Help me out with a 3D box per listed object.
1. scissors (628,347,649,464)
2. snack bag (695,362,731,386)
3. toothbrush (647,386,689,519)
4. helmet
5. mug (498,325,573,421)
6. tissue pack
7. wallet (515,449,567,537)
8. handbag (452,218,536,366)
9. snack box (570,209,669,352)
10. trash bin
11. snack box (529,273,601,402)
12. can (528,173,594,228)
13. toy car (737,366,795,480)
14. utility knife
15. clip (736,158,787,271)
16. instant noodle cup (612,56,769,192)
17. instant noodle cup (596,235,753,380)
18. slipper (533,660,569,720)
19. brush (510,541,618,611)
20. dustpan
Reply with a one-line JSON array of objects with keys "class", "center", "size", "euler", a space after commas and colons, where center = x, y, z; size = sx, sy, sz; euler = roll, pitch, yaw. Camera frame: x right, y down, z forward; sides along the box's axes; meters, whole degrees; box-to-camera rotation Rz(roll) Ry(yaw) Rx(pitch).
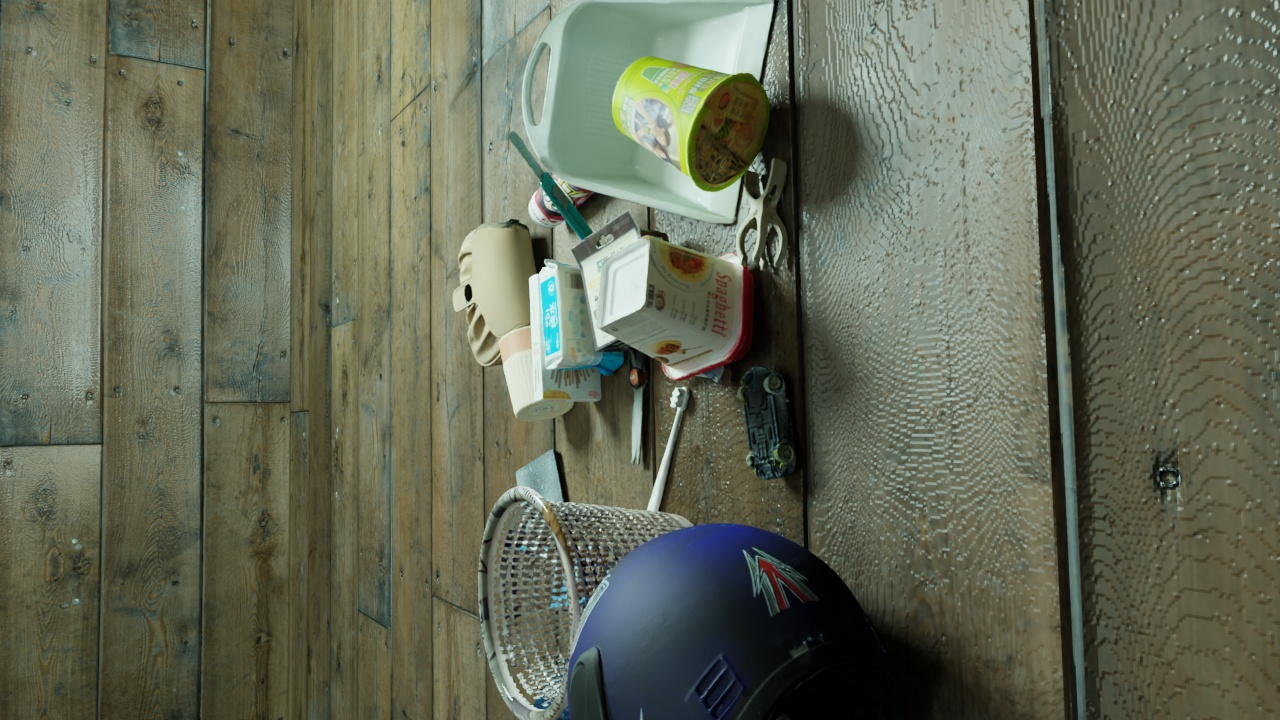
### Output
[{"class": "scissors", "center": [0.003, 0.005, 1.041], "size": [0.140, 0.021, 0.234], "euler": [-34, 60, 52]}, {"class": "snack bag", "center": [0.062, 0.001, 0.943], "size": [0.105, 0.026, 0.045], "euler": [6, 87, 55]}, {"class": "toothbrush", "center": [0.025, 0.112, 1.007], "size": [0.016, 0.016, 0.180], "euler": [41, 123, 54]}, {"class": "helmet", "center": [0.058, 0.284, 0.737], "size": [0.240, 0.246, 0.316], "euler": [30, 121, 53]}, {"class": "mug", "center": [-0.124, 0.012, 1.203], "size": [0.115, 0.081, 0.105], "euler": [-24, 67, 24]}, {"class": "tissue pack", "center": [-0.071, -0.052, 1.099], "size": [0.063, 0.089, 0.140], "euler": [-17, 75, 57]}, {"class": "wallet", "center": [-0.135, 0.185, 1.263], "size": [0.121, 0.019, 0.097], "euler": [-35, 61, 51]}, {"class": "handbag", "center": [-0.203, -0.097, 1.303], "size": [0.148, 0.099, 0.204], "euler": [-32, 66, 50]}, {"class": "snack box", "center": [-0.015, -0.084, 1.011], "size": [0.114, 0.053, 0.125], "euler": [-25, 70, 46]}, {"class": "trash bin", "center": [-0.037, 0.237, 0.935], "size": [0.228, 0.191, 0.227], "euler": [-2, 87, 58]}, {"class": "snack box", "center": [-0.093, -0.027, 1.137], "size": [0.027, 0.084, 0.156], "euler": [-14, 78, 56]}, {"class": "can", "center": [-0.095, -0.219, 1.176], "size": [0.133, 0.053, 0.053], "euler": [-30, 64, 54]}, {"class": "toy car", "center": [0.118, 0.057, 0.845], "size": [0.049, 0.031, 0.105], "euler": [-23, 71, 55]}, {"class": "utility knife", "center": [-0.094, -0.188, 1.072], "size": [0.013, 0.219, 0.029], "euler": [-7, 54, 28]}, {"class": "clip", "center": [0.114, -0.136, 0.860], "size": [0.075, 0.034, 0.100], "euler": [-7, 78, 59]}, {"class": "instant noodle cup", "center": [0.040, -0.235, 0.875], "size": [0.123, 0.111, 0.112], "euler": [34, 119, 34]}, {"class": "instant noodle cup", "center": [0.030, -0.054, 0.879], "size": [0.117, 0.124, 0.116], "euler": [-23, 55, 48]}, {"class": "slipper", "center": [-0.052, 0.394, 1.059], "size": [0.095, 0.104, 0.253], "euler": [42, 155, -1]}, {"class": "brush", "center": [-0.104, 0.271, 1.183], "size": [0.315, 0.060, 0.109], "euler": [-31, 57, 56]}, {"class": "dustpan", "center": [-0.012, -0.276, 0.966], "size": [0.258, 0.142, 0.223], "euler": [29, 114, 56]}]
